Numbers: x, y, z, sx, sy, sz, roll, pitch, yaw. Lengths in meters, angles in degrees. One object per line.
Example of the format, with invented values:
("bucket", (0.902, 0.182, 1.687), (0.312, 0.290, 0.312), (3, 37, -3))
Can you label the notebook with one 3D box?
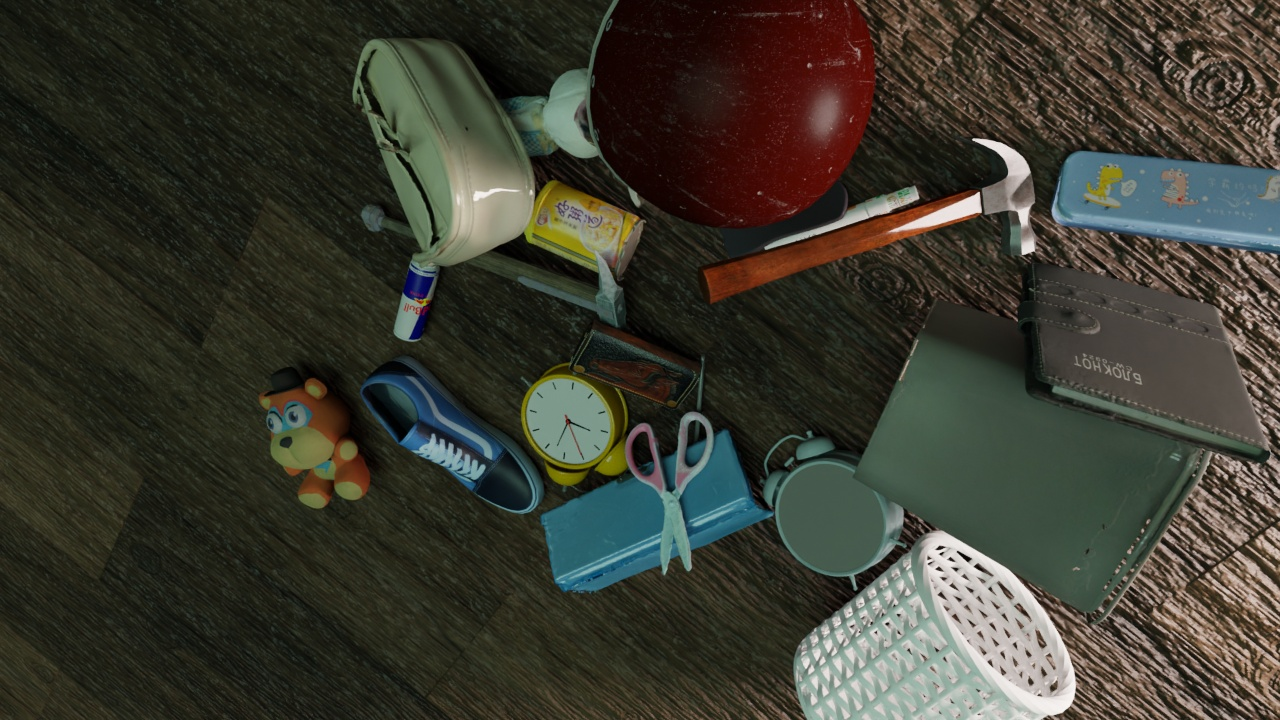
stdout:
("notebook", (0.382, -0.011, 0.720), (0.169, 0.208, 0.029), (17, 123, 11))

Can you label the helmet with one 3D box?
("helmet", (0.070, -0.233, 0.744), (0.234, 0.253, 0.234), (17, 117, -5))

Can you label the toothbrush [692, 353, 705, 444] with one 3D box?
("toothbrush", (0.060, 0.070, 0.975), (0.013, 0.012, 0.167), (6, 113, 8))

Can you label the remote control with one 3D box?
("remote control", (0.134, -0.134, 0.859), (0.125, 0.009, 0.046), (-19, 75, 25))

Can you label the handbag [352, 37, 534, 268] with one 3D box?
("handbag", (-0.214, -0.195, 0.849), (0.185, 0.131, 0.229), (-33, 73, 52))

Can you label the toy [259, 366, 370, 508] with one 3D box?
("toy", (-0.393, 0.091, 1.103), (0.112, 0.096, 0.176), (-17, 94, 25))

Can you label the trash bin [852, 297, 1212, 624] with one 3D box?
("trash bin", (0.323, 0.067, 0.790), (0.220, 0.196, 0.198), (24, 119, 15))

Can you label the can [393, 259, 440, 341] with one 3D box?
("can", (-0.247, -0.068, 1.014), (0.032, 0.032, 0.095), (26, 117, 8))

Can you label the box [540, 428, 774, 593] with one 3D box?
("box", (0.021, 0.175, 0.990), (0.232, 0.094, 0.110), (-27, 144, 13))

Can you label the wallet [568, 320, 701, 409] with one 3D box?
("wallet", (-0.006, 0.006, 0.937), (0.123, 0.019, 0.072), (21, 140, -10))

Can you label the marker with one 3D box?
("marker", (0.183, -0.130, 0.848), (0.146, 0.017, 0.017), (-18, 104, 25))

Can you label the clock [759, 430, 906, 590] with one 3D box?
("clock", (0.189, 0.145, 0.926), (0.159, 0.045, 0.123), (48, 118, 18))

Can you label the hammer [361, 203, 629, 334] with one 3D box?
("hammer", (-0.159, -0.107, 0.946), (0.317, 0.028, 0.147), (21, 151, 18))

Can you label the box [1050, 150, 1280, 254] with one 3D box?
("box", (0.445, -0.125, 0.734), (0.210, 0.063, 0.069), (11, 111, 15))

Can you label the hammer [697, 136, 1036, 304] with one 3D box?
("hammer", (0.190, -0.105, 0.761), (0.300, 0.028, 0.111), (-18, 110, -10))

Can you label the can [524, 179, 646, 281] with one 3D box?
("can", (-0.055, -0.129, 0.903), (0.105, 0.067, 0.068), (25, 117, 8))

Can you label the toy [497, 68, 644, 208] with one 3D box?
("toy", (-0.076, -0.226, 0.874), (0.206, 0.131, 0.105), (16, 73, 34))

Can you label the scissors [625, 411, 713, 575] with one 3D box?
("scissors", (0.045, 0.130, 0.922), (0.108, 0.179, 0.016), (-23, 145, 13))

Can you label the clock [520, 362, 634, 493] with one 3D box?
("clock", (-0.068, 0.075, 1.001), (0.114, 0.051, 0.152), (-16, 102, 24))

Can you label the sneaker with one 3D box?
("sneaker", (-0.221, 0.101, 1.037), (0.241, 0.098, 0.084), (43, 118, -1))

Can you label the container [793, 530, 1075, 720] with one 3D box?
("container", (0.279, 0.296, 0.893), (0.189, 0.188, 0.187), (39, 119, 1))
